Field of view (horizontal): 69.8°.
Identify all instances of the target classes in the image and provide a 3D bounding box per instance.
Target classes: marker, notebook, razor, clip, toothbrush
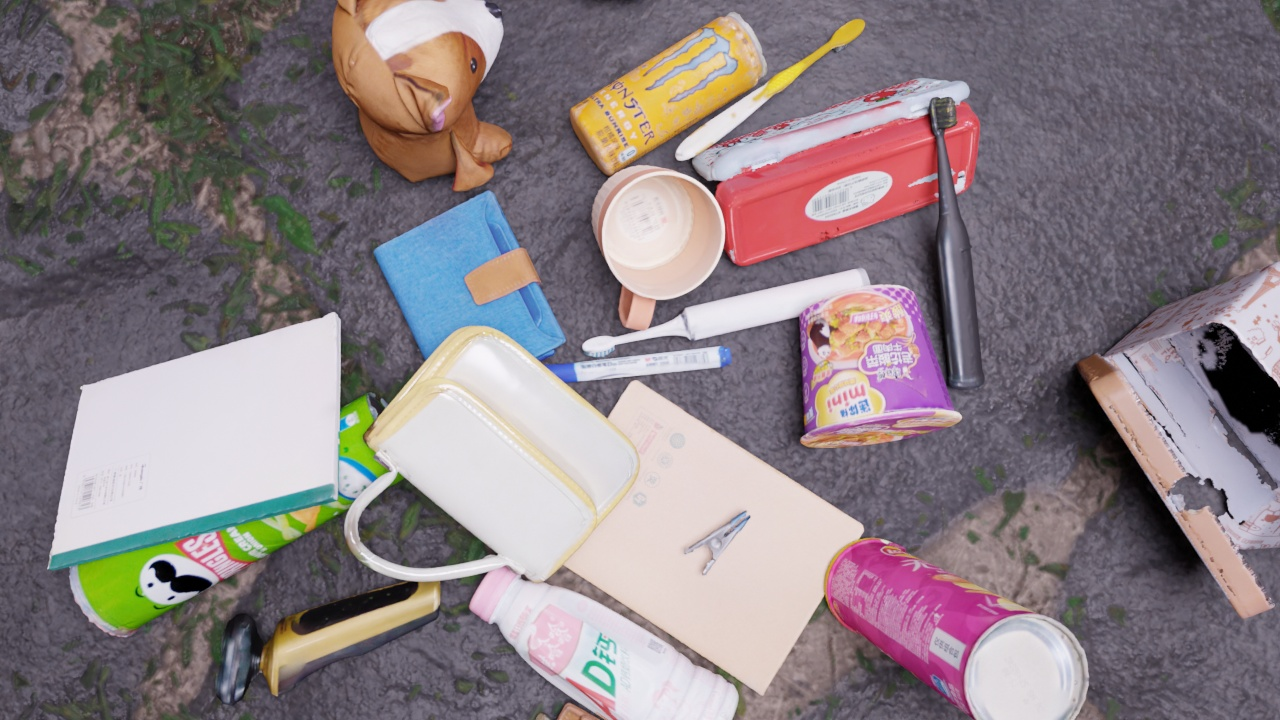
[{"bbox_3d":[-0.004,0.004,0.695,0.146,0.017,0.017,-6,84,-1],"label":"marker"},{"bbox_3d":[-0.309,0.054,0.645,0.209,0.012,0.150,-15,58,6],"label":"notebook"},{"bbox_3d":[-0.223,0.193,0.659,0.167,0.062,0.068,-18,115,-7],"label":"razor"},{"bbox_3d":[0.060,0.132,0.670,0.057,0.024,0.028,-43,82,0],"label":"clip"},{"bbox_3d":[0.100,-0.207,0.703,0.191,0.018,0.016,-38,78,-11],"label":"toothbrush"},{"bbox_3d":[0.064,-0.033,0.694,0.221,0.026,0.026,-13,59,-2],"label":"toothbrush"},{"bbox_3d":[0.226,-0.082,0.660,0.026,0.027,0.213,-20,109,-27],"label":"toothbrush"},{"bbox_3d":[0.042,0.130,0.687,0.207,0.008,0.147,32,85,3],"label":"notebook"}]

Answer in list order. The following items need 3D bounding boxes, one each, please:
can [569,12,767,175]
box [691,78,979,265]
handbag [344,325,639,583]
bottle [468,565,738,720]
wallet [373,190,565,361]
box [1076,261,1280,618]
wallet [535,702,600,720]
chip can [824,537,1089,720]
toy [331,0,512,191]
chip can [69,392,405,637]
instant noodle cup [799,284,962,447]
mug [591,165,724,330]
[{"bbox_3d":[0.020,-0.201,0.694,0.146,0.058,0.058,-33,85,-3],"label":"can"},{"bbox_3d":[0.142,-0.158,0.692,0.201,0.095,0.099,-19,48,-3],"label":"box"},{"bbox_3d":[-0.108,0.083,0.625,0.163,0.063,0.178,42,77,-12],"label":"handbag"},{"bbox_3d":[-0.029,0.211,0.652,0.197,0.068,0.068,31,85,7],"label":"bottle"},{"bbox_3d":[-0.128,-0.048,0.691,0.106,0.040,0.133,-26,86,2],"label":"wallet"},{"bbox_3d":[0.386,0.060,0.626,0.168,0.151,0.182,-34,85,-20],"label":"box"},{"bbox_3d":[-0.046,0.325,0.655,0.119,0.035,0.130,31,84,3],"label":"wallet"},{"bbox_3d":[0.186,0.167,0.579,0.071,0.210,0.071,0,90,-9],"label":"chip can"},{"bbox_3d":[-0.144,-0.192,0.623,0.130,0.199,0.140,-37,87,0],"label":"toy"},{"bbox_3d":[-0.278,0.107,0.658,0.236,0.072,0.072,-29,85,-4],"label":"chip can"},{"bbox_3d":[0.162,0.005,0.655,0.111,0.112,0.099,-8,77,-1],"label":"instant noodle cup"},{"bbox_3d":[0.005,-0.081,0.653,0.081,0.106,0.115,9,105,-10],"label":"mug"}]
